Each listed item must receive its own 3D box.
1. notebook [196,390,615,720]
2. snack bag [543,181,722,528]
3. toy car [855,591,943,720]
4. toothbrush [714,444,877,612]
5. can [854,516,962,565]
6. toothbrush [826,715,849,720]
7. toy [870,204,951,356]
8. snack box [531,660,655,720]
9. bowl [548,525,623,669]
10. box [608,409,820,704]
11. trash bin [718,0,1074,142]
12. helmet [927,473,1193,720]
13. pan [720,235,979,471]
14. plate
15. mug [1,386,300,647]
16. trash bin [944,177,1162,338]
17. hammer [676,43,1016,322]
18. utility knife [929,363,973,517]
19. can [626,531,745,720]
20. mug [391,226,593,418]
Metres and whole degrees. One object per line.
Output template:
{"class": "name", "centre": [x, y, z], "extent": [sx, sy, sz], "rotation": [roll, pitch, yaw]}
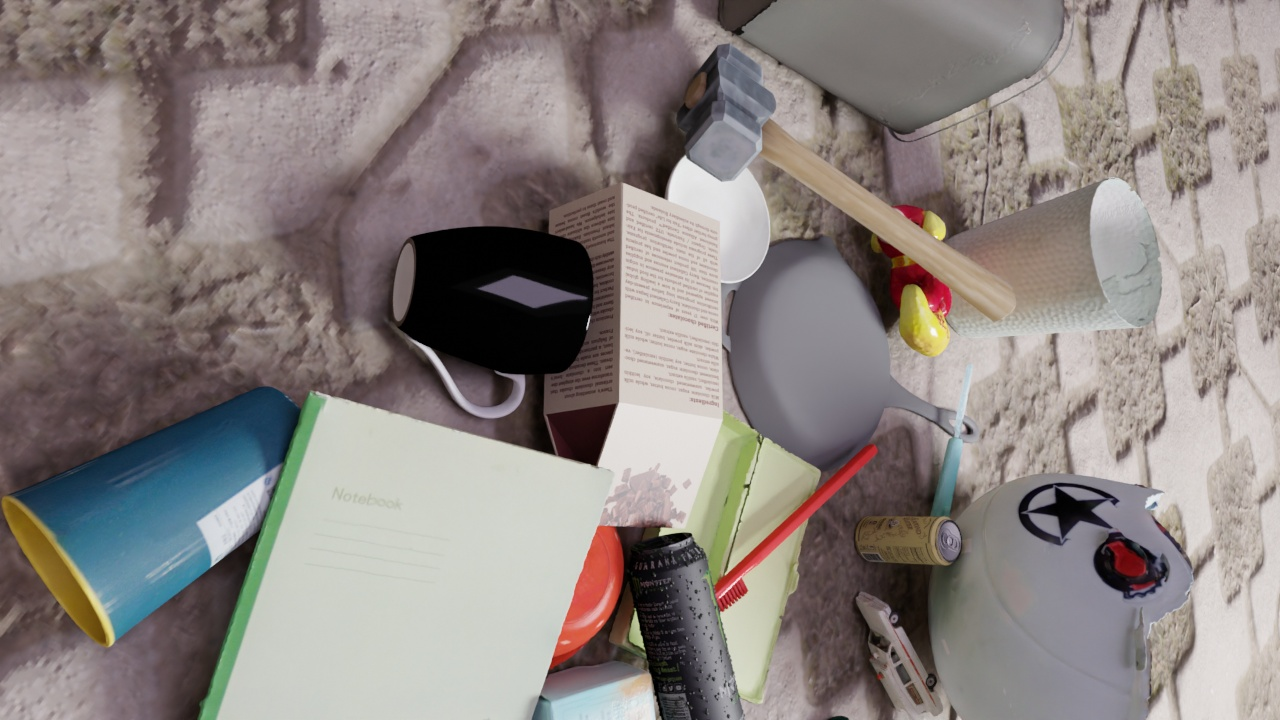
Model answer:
{"class": "notebook", "centre": [-0.126, 0.158, 0.479], "extent": [0.181, 0.010, 0.252], "rotation": [20, 89, -34]}
{"class": "snack bag", "centre": [-0.004, 0.003, 0.596], "extent": [0.094, 0.070, 0.206], "rotation": [12, 74, -44]}
{"class": "toy car", "centre": [0.208, 0.246, 0.758], "extent": [0.039, 0.039, 0.113], "rotation": [-35, 104, -14]}
{"class": "toothbrush", "centre": [0.120, 0.123, 0.689], "extent": [0.211, 0.012, 0.018], "rotation": [-33, 100, -35]}
{"class": "can", "centre": [0.219, 0.147, 0.752], "extent": [0.038, 0.080, 0.038], "rotation": [7, 78, -37]}
{"class": "toothbrush", "centre": [0.089, 0.293, 0.668], "extent": [0.189, 0.016, 0.017], "rotation": [-3, 89, -38]}
{"class": "toy", "centre": [0.248, -0.071, 0.816], "extent": [0.105, 0.067, 0.137], "rotation": [-8, 84, -62]}
{"class": "snack box", "centre": [-0.028, 0.279, 0.556], "extent": [0.074, 0.053, 0.174], "rotation": [-3, 83, -39]}
{"class": "bowl", "centre": [-0.056, 0.127, 0.563], "extent": [0.130, 0.045, 0.130], "rotation": [7, 78, -37]}
{"class": "box", "centre": [0.061, 0.137, 0.665], "extent": [0.137, 0.024, 0.186], "rotation": [29, 66, -25]}
{"class": "trash bin", "centre": [0.199, -0.322, 0.753], "extent": [0.219, 0.198, 0.197], "rotation": [12, 75, -30]}
{"class": "helmet", "centre": [0.318, 0.212, 0.746], "extent": [0.263, 0.164, 0.237], "rotation": [-62, 157, -46]}
{"class": "pan", "centre": [0.198, 0.014, 0.793], "extent": [0.354, 0.024, 0.216], "rotation": [23, 69, -34]}
{"class": "plate", "centre": [0.053, -0.108, 0.698], "extent": [0.104, 0.026, 0.104], "rotation": [7, 78, -36]}
{"class": "mug", "centre": [-0.215, 0.065, 0.433], "extent": [0.121, 0.078, 0.078], "rotation": [-36, 105, -41]}
{"class": "trash bin", "centre": [0.374, -0.084, 0.858], "extent": [0.133, 0.162, 0.133], "rotation": [7, 78, -37]}
{"class": "hammer", "centre": [0.171, -0.123, 0.718], "extent": [0.322, 0.051, 0.117], "rotation": [30, 40, -19]}
{"class": "utility knife", "centre": [0.289, 0.086, 0.845], "extent": [0.022, 0.016, 0.177], "rotation": [22, 78, -32]}
{"class": "can", "centre": [0.029, 0.183, 0.587], "extent": [0.053, 0.054, 0.137], "rotation": [-13, 89, -39]}
{"class": "mug", "centre": [-0.095, -0.023, 0.544], "extent": [0.100, 0.085, 0.119], "rotation": [7, 108, -28]}
